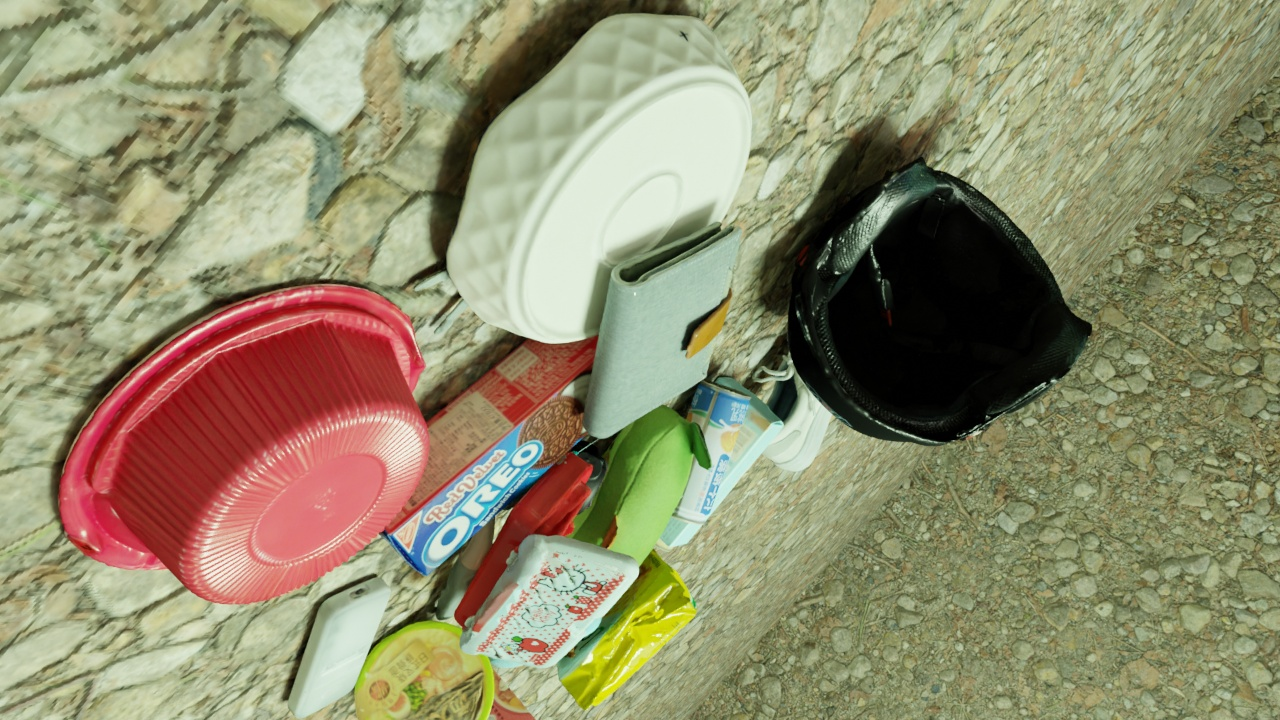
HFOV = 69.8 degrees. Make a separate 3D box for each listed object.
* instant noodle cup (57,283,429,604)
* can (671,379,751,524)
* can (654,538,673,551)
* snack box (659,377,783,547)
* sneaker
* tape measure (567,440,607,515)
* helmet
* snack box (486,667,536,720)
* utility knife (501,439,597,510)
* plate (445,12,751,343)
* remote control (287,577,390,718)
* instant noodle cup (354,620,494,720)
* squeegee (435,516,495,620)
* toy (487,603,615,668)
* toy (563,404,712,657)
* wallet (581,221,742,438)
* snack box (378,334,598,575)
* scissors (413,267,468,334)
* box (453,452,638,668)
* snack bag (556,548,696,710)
[{"bbox_3d":[-0.178,0.055,0.466,0.193,0.066,0.194,-39,155,-22],"label":"instant noodle cup"},{"bbox_3d":[0.061,0.089,0.895,0.053,0.053,0.134,10,100,-63],"label":"can"},{"bbox_3d":[0.048,0.151,1.017,0.116,0.058,0.058,-51,157,10],"label":"can"},{"bbox_3d":[0.064,0.106,0.952,0.175,0.074,0.051,-52,157,11],"label":"snack box"},{"bbox_3d":[0.186,-0.004,0.996,0.090,0.089,0.242,32,84,-28],"label":"sneaker"},{"bbox_3d":[-0.052,0.099,0.762,0.058,0.039,0.057,-58,-171,2],"label":"tape measure"},{"bbox_3d":[0.249,-0.037,0.846,0.274,0.233,0.231,-41,175,-20],"label":"helmet"},{"bbox_3d":[-0.143,0.377,0.961,0.044,0.127,0.113,-37,155,-23],"label":"snack box"},{"bbox_3d":[-0.082,0.092,0.669,0.029,0.013,0.186,-37,177,39],"label":"utility knife"},{"bbox_3d":[-0.012,-0.090,0.513,0.204,0.045,0.205,-37,155,-21],"label":"plate"},{"bbox_3d":[-0.229,0.218,0.693,0.055,0.020,0.136,-19,144,-50],"label":"remote control"},{"bbox_3d":[-0.184,0.297,0.801,0.111,0.111,0.124,-37,164,-24],"label":"instant noodle cup"},{"bbox_3d":[-0.134,0.147,0.723,0.246,0.040,0.250,-28,151,-39],"label":"squeegee"},{"bbox_3d":[-0.094,0.277,0.948,0.161,0.050,0.156,-28,173,-2],"label":"toy"},{"bbox_3d":[-0.019,0.139,0.837,0.247,0.090,0.226,-61,180,22],"label":"toy"},{"bbox_3d":[0.017,-0.017,0.571,0.106,0.037,0.130,-27,147,-34],"label":"wallet"},{"bbox_3d":[-0.087,0.044,0.598,0.207,0.058,0.057,-41,140,-18],"label":"snack box"},{"bbox_3d":[-0.053,-0.083,0.527,0.162,0.012,0.163,-17,144,-50],"label":"scissors"},{"bbox_3d":[-0.067,0.165,0.664,0.095,0.098,0.202,-46,173,-42],"label":"box"},{"bbox_3d":[-0.018,0.282,0.996,0.158,0.068,0.246,-46,-178,-6],"label":"snack bag"}]
